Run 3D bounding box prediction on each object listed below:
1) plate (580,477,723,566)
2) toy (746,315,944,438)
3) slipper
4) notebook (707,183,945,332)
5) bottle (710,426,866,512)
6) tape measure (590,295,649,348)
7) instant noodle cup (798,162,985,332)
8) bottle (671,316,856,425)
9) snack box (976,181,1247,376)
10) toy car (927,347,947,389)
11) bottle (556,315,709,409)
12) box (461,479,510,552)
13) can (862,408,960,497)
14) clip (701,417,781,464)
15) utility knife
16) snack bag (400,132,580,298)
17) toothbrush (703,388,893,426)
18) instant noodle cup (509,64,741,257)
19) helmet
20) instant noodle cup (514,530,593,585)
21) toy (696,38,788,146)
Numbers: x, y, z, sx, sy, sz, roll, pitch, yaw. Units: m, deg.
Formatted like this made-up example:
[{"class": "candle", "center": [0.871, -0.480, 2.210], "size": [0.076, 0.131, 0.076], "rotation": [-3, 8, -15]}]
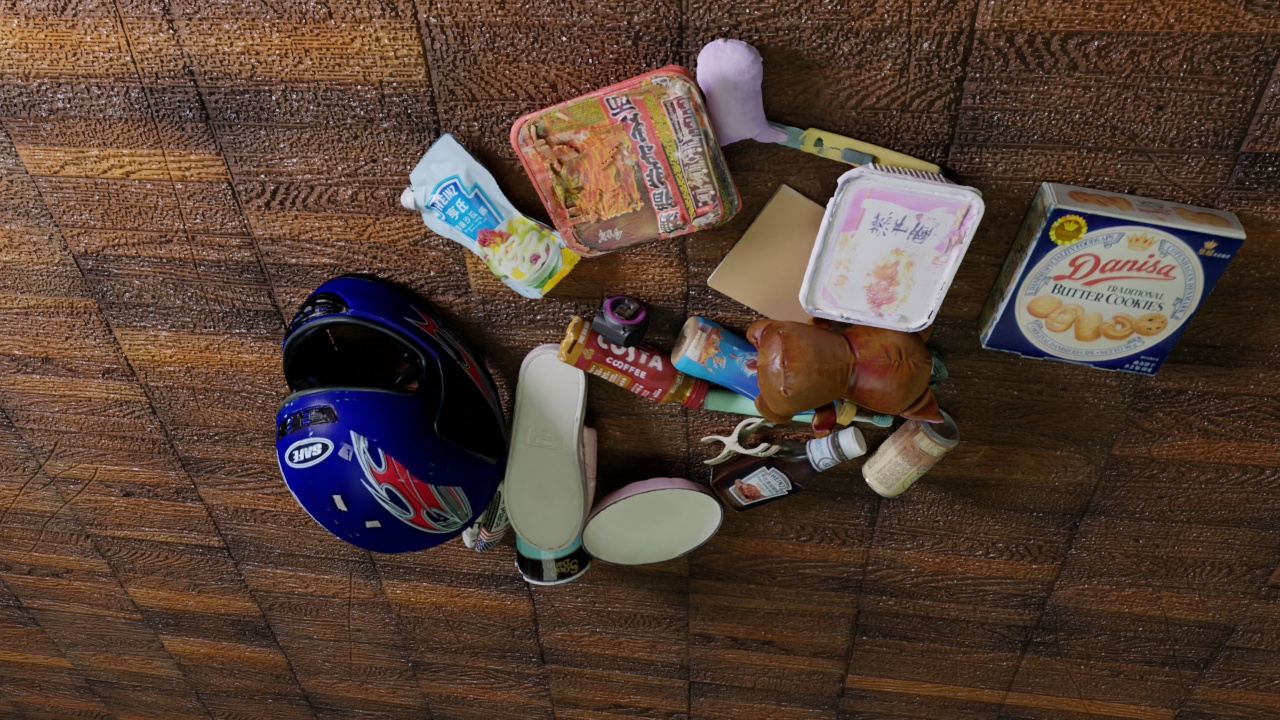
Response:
[{"class": "plate", "center": [0.013, 0.209, 1.220], "size": [0.192, 0.039, 0.193], "rotation": [-8, 140, -7]}, {"class": "toy", "center": [0.217, 0.010, 0.969], "size": [0.199, 0.130, 0.140], "rotation": [-4, 86, 1]}, {"class": "slipper", "center": [-0.110, 0.109, 1.139], "size": [0.114, 0.054, 0.275], "rotation": [5, 108, 5]}, {"class": "notebook", "center": [0.196, -0.084, 0.976], "size": [0.207, 0.008, 0.148], "rotation": [27, 130, -13]}, {"class": "bottle", "center": [0.185, 0.131, 1.143], "size": [0.195, 0.043, 0.080], "rotation": [-25, 123, 28]}, {"class": "tape measure", "center": [-0.019, -0.045, 1.019], "size": [0.057, 0.057, 0.039], "rotation": [31, 130, 13]}, {"class": "instant noodle cup", "center": [0.238, -0.116, 0.892], "size": [0.138, 0.060, 0.174], "rotation": [10, 133, 0]}, {"class": "bottle", "center": [0.143, 0.020, 1.039], "size": [0.218, 0.065, 0.065], "rotation": [24, 131, -10]}, {"class": "snack box", "center": [0.455, -0.076, 0.908], "size": [0.178, 0.045, 0.183], "rotation": [10, 132, 2]}, {"class": "toy car", "center": [0.295, 0.016, 1.025], "size": [0.091, 0.036, 0.043], "rotation": [-24, 123, 28]}, {"class": "bottle", "center": [-0.006, 0.006, 1.061], "size": [0.175, 0.057, 0.058], "rotation": [23, 131, -9]}, {"class": "box", "center": [-0.201, 0.205, 1.276], "size": [0.087, 0.076, 0.163], "rotation": [6, 132, -21]}, {"class": "can", "center": [0.319, 0.108, 1.086], "size": [0.058, 0.058, 0.117], "rotation": [26, 130, -11]}, {"class": "clip", "center": [0.122, 0.089, 1.129], "size": [0.105, 0.081, 0.034], "rotation": [-2, 168, 41]}, {"class": "utility knife", "center": [0.200, -0.198, 0.876], "size": [0.198, 0.020, 0.031], "rotation": [18, 126, 1]}, {"class": "snack bag", "center": [-0.160, -0.146, 0.974], "size": [0.191, 0.038, 0.111], "rotation": [38, 138, -20]}, {"class": "toothbrush", "center": [0.186, 0.059, 1.090], "size": [0.224, 0.026, 0.027], "rotation": [8, 148, 4]}, {"class": "instant noodle cup", "center": [-0.011, -0.192, 0.876], "size": [0.189, 0.078, 0.164], "rotation": [-12, 127, 19]}, {"class": "helmet", "center": [-0.300, 0.082, 1.063], "size": [0.248, 0.239, 0.315], "rotation": [-20, 123, 26]}, {"class": "instant noodle cup", "center": [-0.122, 0.221, 1.239], "size": [0.111, 0.111, 0.120], "rotation": [0, 114, 11]}, {"class": "toy", "center": [0.088, -0.242, 0.837], "size": [0.084, 0.038, 0.108], "rotation": [2, 132, 22]}]
